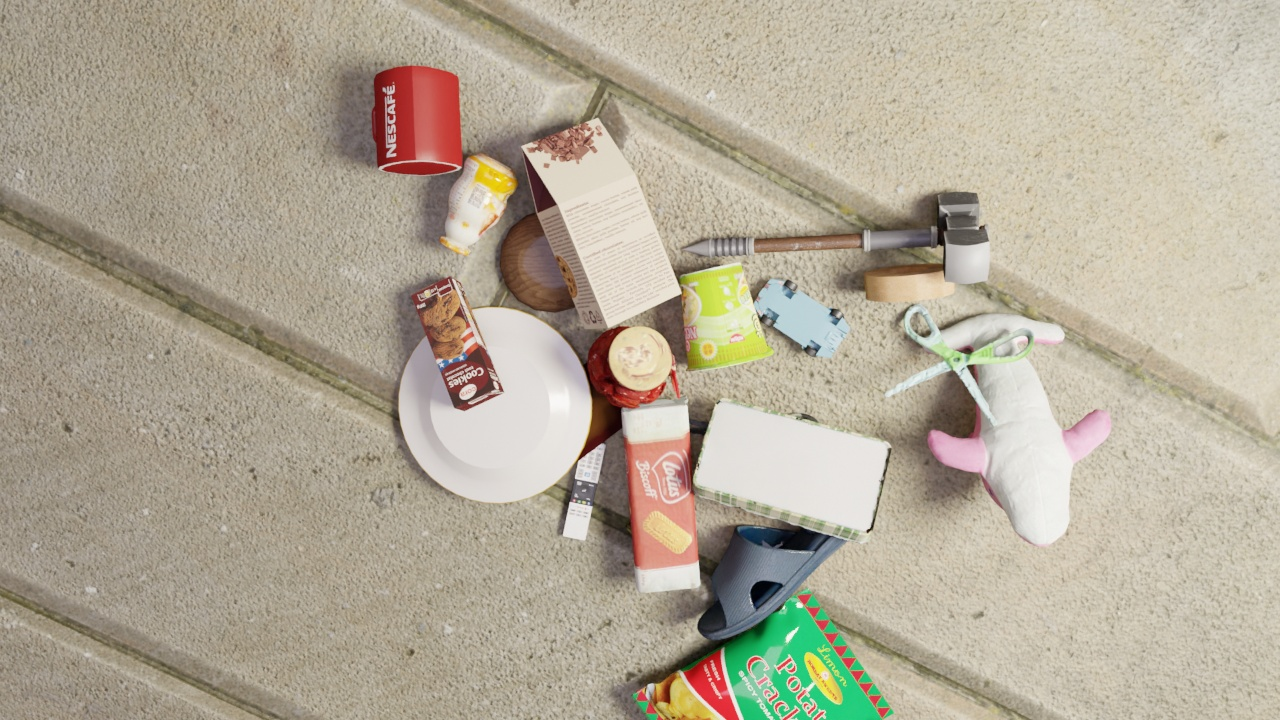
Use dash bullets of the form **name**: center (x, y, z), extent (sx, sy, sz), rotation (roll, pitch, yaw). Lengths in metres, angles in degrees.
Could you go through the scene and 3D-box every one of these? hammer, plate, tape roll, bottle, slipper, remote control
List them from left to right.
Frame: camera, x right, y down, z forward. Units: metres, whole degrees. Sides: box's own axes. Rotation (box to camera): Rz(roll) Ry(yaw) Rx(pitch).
- **bottle**: center (-0.182, -0.170, 1.008), extent (0.063, 0.063, 0.108), rotation (29, 101, -5)
- **plate**: center (-0.171, 0.053, 1.057), extent (0.230, 0.021, 0.230), rotation (0, 94, 6)
- **remote control**: center (-0.067, 0.155, 1.099), extent (0.028, 0.011, 0.124), rotation (12, 102, -2)
- **bottle**: center (-0.006, 0.006, 1.014), extent (0.099, 0.111, 0.099), rotation (3, 80, -15)
- **slipper**: center (0.153, 0.219, 1.066), extent (0.264, 0.101, 0.082), rotation (-42, 99, 5)
- **hammer**: center (0.207, -0.129, 0.999), extent (0.323, 0.155, 0.043), rotation (-1, 122, 15)
- **tape roll**: center (0.293, -0.085, 1.002), extent (0.094, 0.094, 0.027), rotation (-7, 101, 2)

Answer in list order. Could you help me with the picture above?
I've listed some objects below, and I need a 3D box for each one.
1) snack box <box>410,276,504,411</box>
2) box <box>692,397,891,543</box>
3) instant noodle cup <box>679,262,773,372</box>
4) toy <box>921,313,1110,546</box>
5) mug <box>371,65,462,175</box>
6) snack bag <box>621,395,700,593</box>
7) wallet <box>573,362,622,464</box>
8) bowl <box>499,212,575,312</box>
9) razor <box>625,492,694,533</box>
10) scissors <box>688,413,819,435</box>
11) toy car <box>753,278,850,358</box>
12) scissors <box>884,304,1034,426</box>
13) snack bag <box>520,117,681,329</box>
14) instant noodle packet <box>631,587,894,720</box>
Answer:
- **snack box**: center (-0.205, -0.019, 1.029), extent (0.051, 0.032, 0.141), rotation (-25, 78, 6)
- **box**: center (0.168, 0.122, 1.026), extent (0.205, 0.050, 0.117), rotation (14, 69, 10)
- **instant noodle cup**: center (0.087, -0.049, 1.018), extent (0.099, 0.099, 0.108), rotation (-13, 93, 3)
- **toy**: center (0.406, 0.079, 1.020), extent (0.187, 0.128, 0.265), rotation (-7, 69, 5)
- **mug**: center (-0.248, -0.251, 0.982), extent (0.117, 0.080, 0.096), rotation (0, 92, 40)
- **snack bag**: center (0.025, 0.157, 1.062), extent (0.077, 0.041, 0.225), rotation (-5, 101, -6)
- **wallet**: center (-0.070, 0.064, 1.071), extent (0.115, 0.018, 0.091), rotation (-37, 89, 5)
- **bowl**: center (-0.103, -0.110, 1.035), extent (0.118, 0.030, 0.118), rotation (0, 102, 1)
- **razor**: center (0.035, 0.180, 1.099), extent (0.106, 0.026, 0.042), rotation (-42, 96, 4)
- **scissors**: center (0.136, 0.082, 1.082), extent (0.169, 0.012, 0.133), rotation (41, 99, -3)
- **toy car**: center (0.182, -0.049, 1.045), extent (0.108, 0.027, 0.060), rotation (34, 100, 4)
- **scissors**: center (0.345, 0.001, 1.005), extent (0.171, 0.021, 0.172), rotation (-23, 60, 3)
- **snack bag**: center (-0.047, -0.148, 0.989), extent (0.094, 0.070, 0.206), rotation (-26, 101, -22)
- **instant noodle packet**: center (0.147, 0.416, 1.109), extent (0.253, 0.090, 0.195), rotation (-34, 99, 7)
